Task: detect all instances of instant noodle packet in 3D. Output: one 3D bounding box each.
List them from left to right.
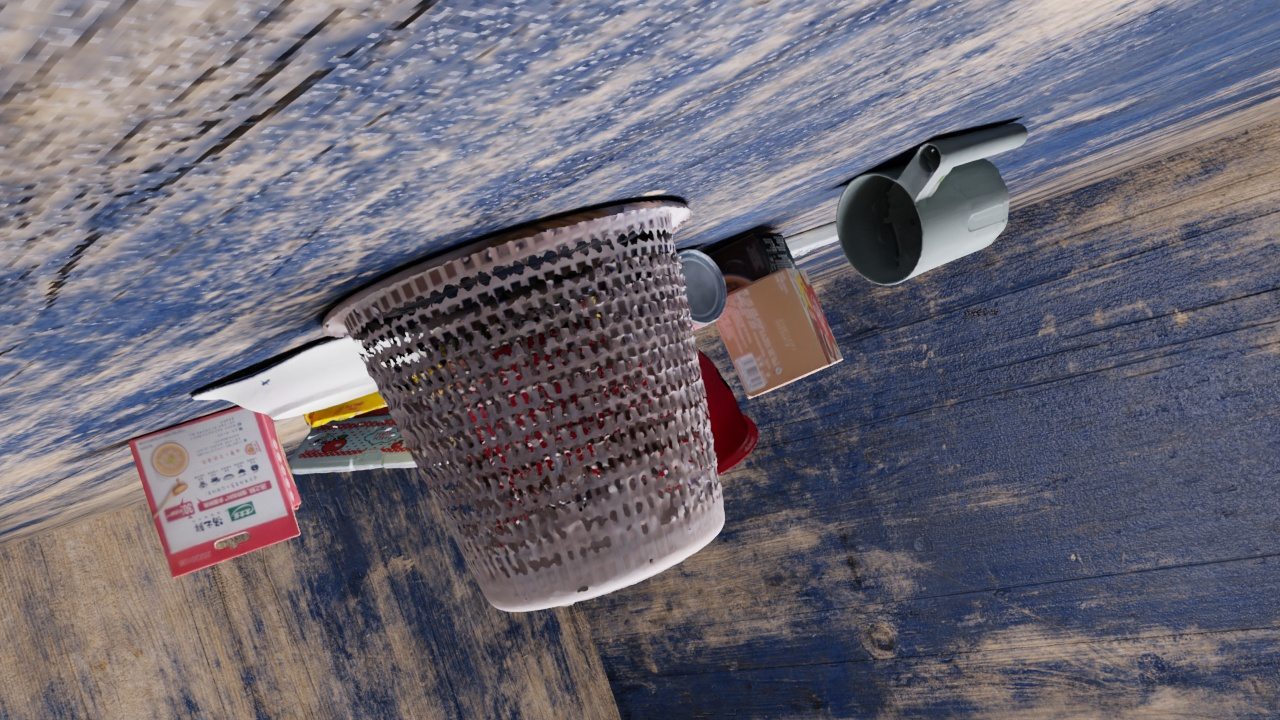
[{"bbox_3d":[-0.233,0.022,0.838,0.129,0.044,0.110,-15,-172,30],"label":"instant noodle packet"}]

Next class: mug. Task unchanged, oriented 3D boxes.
[{"bbox_3d":[0.220,-0.121,0.677,0.103,0.083,0.124,-19,155,-30],"label":"mug"}]

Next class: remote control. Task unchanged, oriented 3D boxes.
[{"bbox_3d":[0.145,-0.116,0.992,0.150,0.021,0.058,-19,179,-4],"label":"remote control"}]

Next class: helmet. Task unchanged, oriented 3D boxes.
[{"bbox_3d":[-0.039,0.036,0.731,0.241,0.144,0.206,-16,-166,32],"label":"helmet"}]

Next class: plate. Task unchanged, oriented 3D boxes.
[{"bbox_3d":[-0.223,0.011,0.681,0.164,0.034,0.164,-19,180,23],"label":"plate"}]

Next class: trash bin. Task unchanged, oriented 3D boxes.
[{"bbox_3d":[-0.048,0.033,0.549,0.227,0.192,0.227,-19,180,0],"label":"trash bin"}]

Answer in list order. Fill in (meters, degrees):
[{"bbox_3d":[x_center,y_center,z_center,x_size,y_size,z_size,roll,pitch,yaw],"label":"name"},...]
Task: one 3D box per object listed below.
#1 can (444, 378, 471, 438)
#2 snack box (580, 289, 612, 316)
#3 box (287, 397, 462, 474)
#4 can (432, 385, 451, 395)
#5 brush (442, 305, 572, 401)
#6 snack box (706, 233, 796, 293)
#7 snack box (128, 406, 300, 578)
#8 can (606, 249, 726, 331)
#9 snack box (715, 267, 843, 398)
[{"bbox_3d":[-0.132,0.020,0.888,0.053,0.053,0.134,-19,-164,45],"label":"can"},{"bbox_3d":[-0.005,0.005,0.906,0.076,0.155,0.027,-18,178,-43],"label":"snack box"},{"bbox_3d":[-0.271,0.070,1.013,0.201,0.050,0.160,-6,-156,14],"label":"box"},{"bbox_3d":[-0.156,0.005,0.975,0.146,0.058,0.058,-18,180,-7],"label":"can"},{"bbox_3d":[-0.113,-0.004,0.836,0.145,0.073,0.063,-16,179,-39],"label":"brush"},{"bbox_3d":[0.075,-0.082,0.886,0.126,0.053,0.113,-24,177,23],"label":"snack box"},{"bbox_3d":[-0.375,0.113,0.823,0.113,0.127,0.044,-18,179,-12],"label":"snack box"},{"bbox_3d":[0.020,-0.051,0.792,0.066,0.066,0.094,-18,179,-39],"label":"can"},{"bbox_3d":[0.123,-0.026,0.824,0.077,0.092,0.094,-25,175,20],"label":"snack box"}]
